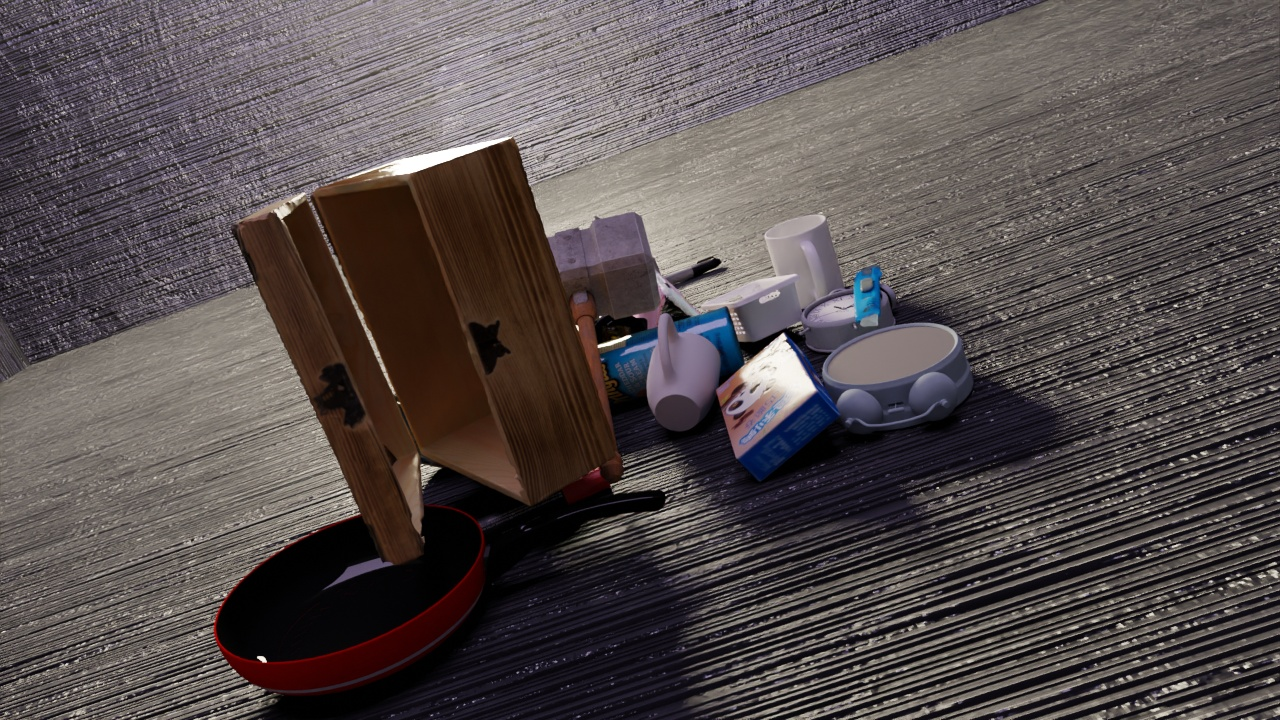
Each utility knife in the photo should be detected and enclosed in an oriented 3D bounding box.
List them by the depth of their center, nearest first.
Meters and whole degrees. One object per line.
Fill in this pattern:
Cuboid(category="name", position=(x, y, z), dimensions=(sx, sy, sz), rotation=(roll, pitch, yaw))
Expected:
Cuboid(category="utility knife", position=(0.231, -0.066, 0.930), dimensions=(0.031, 0.015, 0.173), rotation=(-18, 21, 19))

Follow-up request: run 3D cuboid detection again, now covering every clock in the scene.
Cuboid(category="clock", position=(0.218, 0.017, 0.784), dimensions=(0.123, 0.045, 0.159), rotation=(-14, 19, 20))
Cuboid(category="clock", position=(0.221, -0.049, 0.967), dimensions=(0.095, 0.035, 0.122), rotation=(-4, 26, 36))

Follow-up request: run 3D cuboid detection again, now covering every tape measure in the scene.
Cuboid(category="tape measure", position=(-0.024, -0.021, 1.060), dimensions=(0.072, 0.071, 0.042), rotation=(-2, -21, -1))

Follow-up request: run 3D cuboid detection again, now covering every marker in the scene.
Cuboid(category="marker", position=(-0.097, 0.132, 0.820), dimensions=(0.145, 0.021, 0.023), rotation=(-23, -3, -7))
Cuboid(category="marker", position=(0.053, -0.125, 1.351), dimensions=(0.138, 0.022, 0.016), rotation=(-20, 25, -1))

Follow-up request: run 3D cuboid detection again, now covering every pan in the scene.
Cuboid(category="pan", position=(-0.150, 0.165, 0.719), dimensions=(0.356, 0.067, 0.208), rotation=(-12, 19, 2))

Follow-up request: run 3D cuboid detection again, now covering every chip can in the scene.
Cuboid(category="chip can", position=(-0.006, 0.006, 0.990), dimensions=(0.230, 0.080, 0.079), rotation=(-15, 20, 12))

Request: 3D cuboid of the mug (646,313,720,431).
Cuboid(category="mug", position=(0.035, 0.011, 0.887), dimensions=(0.071, 0.107, 0.089), rotation=(-11, 30, 16))

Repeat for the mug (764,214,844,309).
Cuboid(category="mug", position=(0.196, -0.111, 1.073), dimensions=(0.074, 0.090, 0.110), rotation=(-19, 20, 4))

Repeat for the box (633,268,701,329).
Cuboid(category="box", position=(0.027, -0.079, 1.200), dimensions=(0.095, 0.088, 0.202), rotation=(6, 16, -12))

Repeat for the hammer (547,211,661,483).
Cuboid(category="hammer", position=(-0.049, -0.008, 0.901), dimensions=(0.163, 0.083, 0.317), rotation=(-13, 46, 0))

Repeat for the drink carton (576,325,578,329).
Cuboid(category="drink carton", position=(-0.051, -0.019, 1.146), dimensions=(0.058, 0.041, 0.122), rotation=(-25, 21, -15))

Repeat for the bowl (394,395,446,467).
Cuboid(category="bowl", position=(-0.224, 0.081, 0.995), dimensions=(0.114, 0.061, 0.114), rotation=(17, 0, 0))

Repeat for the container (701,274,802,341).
Cuboid(category="container", position=(0.128, -0.056, 1.024), dimensions=(0.080, 0.049, 0.129), rotation=(-24, 7, -12))

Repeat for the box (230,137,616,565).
Cuboid(category="box", position=(-0.204, -0.017, 0.773), dimensions=(0.214, 0.279, 0.258), rotation=(-29, 22, -28))

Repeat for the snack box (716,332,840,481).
Cuboid(category="snack box", position=(0.116, 0.036, 0.804), dimensions=(0.087, 0.034, 0.151), rotation=(-42, 16, 13))

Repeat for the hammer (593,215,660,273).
Cuboid(category="hammer", position=(-0.136, -0.102, 1.329), dimensions=(0.301, 0.037, 0.217), rotation=(-24, -17, 14))
